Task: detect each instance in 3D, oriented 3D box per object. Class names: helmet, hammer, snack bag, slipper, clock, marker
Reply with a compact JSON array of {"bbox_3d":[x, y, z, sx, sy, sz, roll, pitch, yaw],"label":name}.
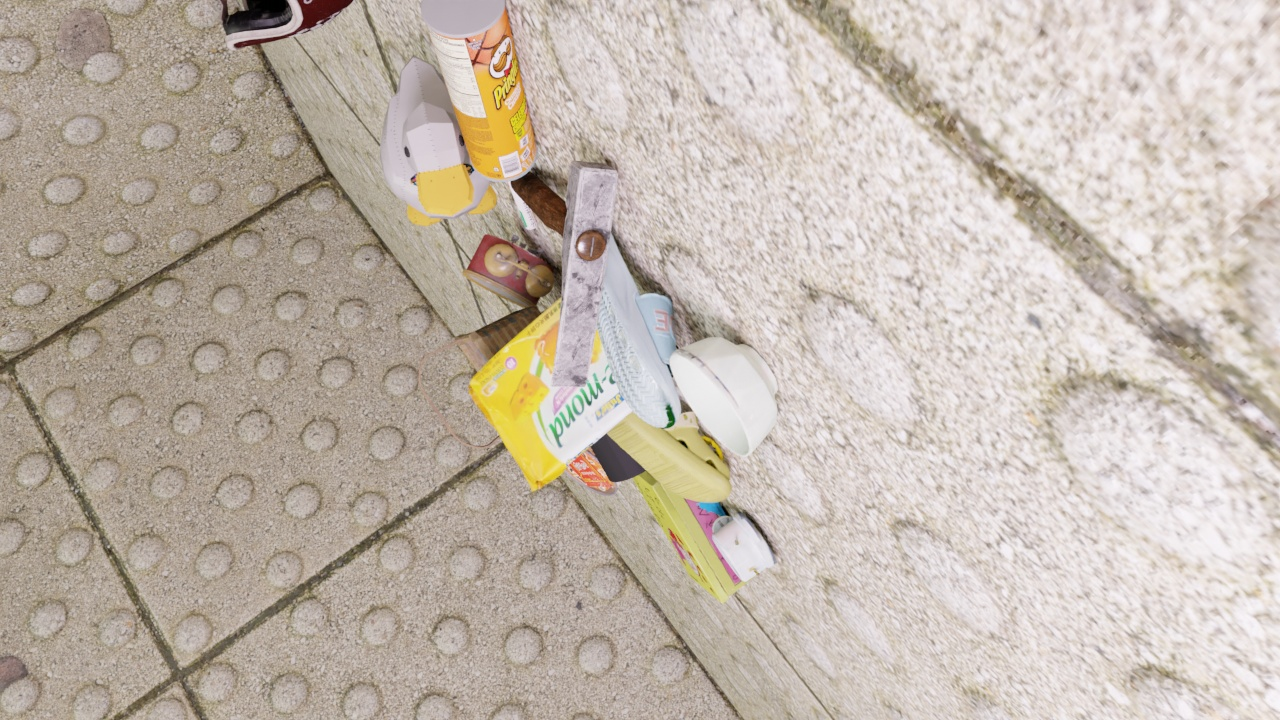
[{"bbox_3d":[-0.422,-0.460,0.977,0.233,0.254,0.233,-89,-25,-70],"label":"helmet"},{"bbox_3d":[-0.099,-0.124,0.986,0.300,0.037,0.218,-131,46,-60],"label":"hammer"},{"bbox_3d":[-0.078,0.022,1.068,0.159,0.248,0.068,54,-165,12],"label":"snack bag"},{"bbox_3d":[-0.005,-0.049,0.959,0.104,0.074,0.245,125,125,-71],"label":"slipper"},{"bbox_3d":[0.135,0.246,1.224,0.083,0.057,0.118,56,174,-4],"label":"clock"},{"bbox_3d":[-0.177,-0.131,1.291,0.117,0.081,0.159,28,174,-22],"label":"clock"},{"bbox_3d":[0.037,0.100,1.132,0.190,0.081,0.092,38,147,-6],"label":"slipper"},{"bbox_3d":[-0.159,-0.222,1.171,0.017,0.017,0.146,46,164,33],"label":"marker"}]

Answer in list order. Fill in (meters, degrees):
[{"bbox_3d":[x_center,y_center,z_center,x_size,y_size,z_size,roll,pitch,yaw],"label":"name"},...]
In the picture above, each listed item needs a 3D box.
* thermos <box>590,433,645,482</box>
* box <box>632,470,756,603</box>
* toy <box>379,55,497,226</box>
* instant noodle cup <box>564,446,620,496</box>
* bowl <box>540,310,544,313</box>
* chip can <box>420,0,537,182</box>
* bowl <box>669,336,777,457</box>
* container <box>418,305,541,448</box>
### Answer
[{"bbox_3d":[-0.050,0.051,1.186,0.198,0.086,0.086,62,166,-13],"label":"thermos"},{"bbox_3d":[0.075,0.234,1.350,0.221,0.082,0.124,58,167,-20],"label":"box"},{"bbox_3d":[-0.245,-0.254,1.106,0.268,0.141,0.246,108,147,-75],"label":"toy"},{"bbox_3d":[-0.051,0.112,1.344,0.124,0.121,0.124,29,151,18],"label":"instant noodle cup"},{"bbox_3d":[-0.097,-0.032,1.327,0.118,0.062,0.118,50,167,16],"label":"bowl"},{"bbox_3d":[-0.153,-0.270,0.906,0.075,0.075,0.215,50,166,20],"label":"chip can"},{"bbox_3d":[0.085,0.024,0.838,0.117,0.061,0.117,50,167,16],"label":"bowl"},{"bbox_3d":[-0.211,0.024,1.311,0.157,0.186,0.250,56,167,-10],"label":"container"}]
